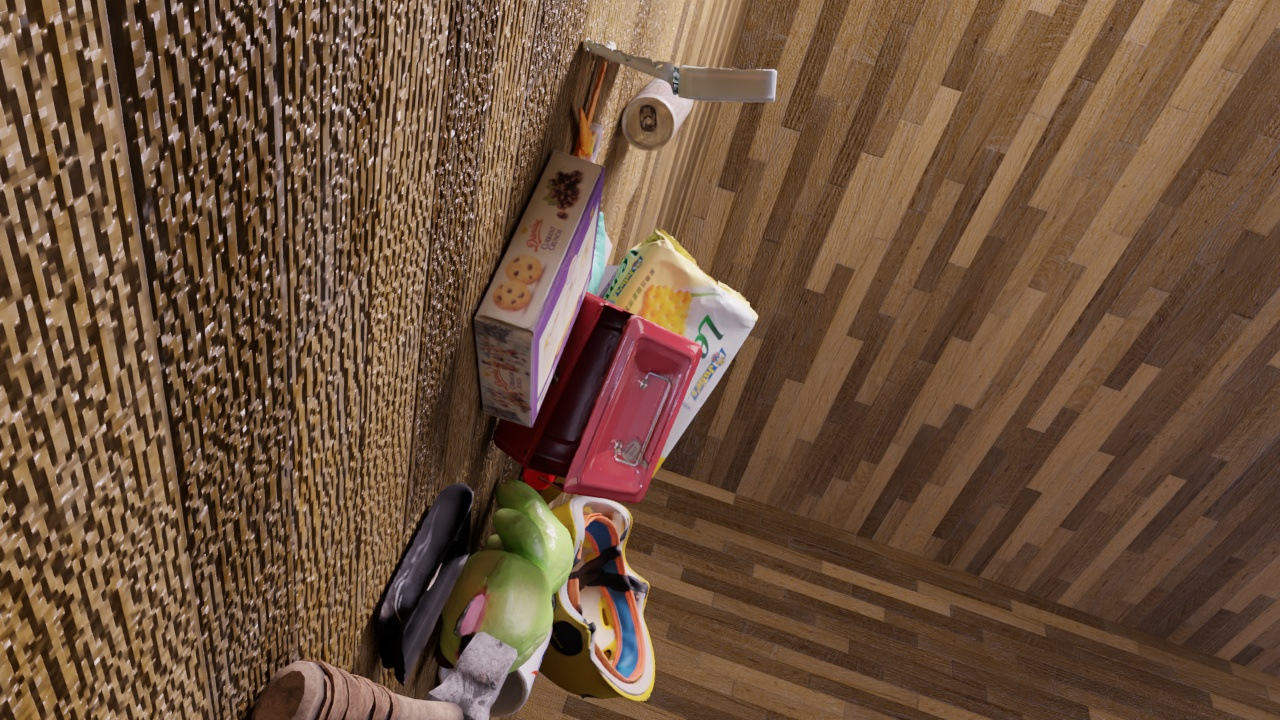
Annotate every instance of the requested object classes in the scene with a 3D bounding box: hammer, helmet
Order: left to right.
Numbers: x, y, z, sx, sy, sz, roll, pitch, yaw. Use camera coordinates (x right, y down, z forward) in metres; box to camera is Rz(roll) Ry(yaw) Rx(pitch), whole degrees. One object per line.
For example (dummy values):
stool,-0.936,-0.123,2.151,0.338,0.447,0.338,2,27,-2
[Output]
hammer,-0.143,0.207,0.539,0.121,0.049,0.319,-61,166,-18
helmet,-0.083,0.283,1.062,0.209,0.140,0.240,0,75,-72

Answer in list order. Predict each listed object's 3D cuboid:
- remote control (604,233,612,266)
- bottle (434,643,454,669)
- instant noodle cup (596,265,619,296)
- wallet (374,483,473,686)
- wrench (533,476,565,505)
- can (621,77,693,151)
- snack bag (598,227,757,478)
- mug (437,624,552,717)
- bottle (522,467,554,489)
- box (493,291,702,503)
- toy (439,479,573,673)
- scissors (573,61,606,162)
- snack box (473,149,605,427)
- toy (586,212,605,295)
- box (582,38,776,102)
remote control,-0.047,-0.118,1.016,0.146,0.008,0.045,22,86,-87
bottle,-0.167,0.251,0.881,0.105,0.025,0.025,-67,175,-62
instant noodle cup,-0.025,-0.028,1.000,0.121,0.123,0.123,93,13,-51
wallet,-0.144,0.149,0.616,0.089,0.026,0.114,105,6,-49
wrench,-0.040,0.093,1.064,0.273,0.018,0.083,-42,-157,3
can,0.020,-0.256,0.937,0.135,0.054,0.054,-68,175,-60
snack bag,-0.005,0.005,0.895,0.247,0.159,0.068,-55,-140,-4
mug,-0.156,0.300,0.931,0.121,0.091,0.090,-34,-165,24
bottle,-0.105,0.107,1.066,0.118,0.036,0.036,-67,175,-66
box,-0.032,0.032,0.780,0.129,0.093,0.157,24,89,-50
toy,-0.118,0.207,0.831,0.196,0.107,0.150,-85,-171,-55
scissors,-0.043,-0.167,0.705,0.128,0.011,0.125,-70,179,-69
snack box,-0.070,-0.046,0.650,0.148,0.040,0.143,104,5,-62
toy,-0.054,-0.086,0.842,0.105,0.033,0.085,-61,160,-62
box,0.038,-0.212,0.691,0.196,0.134,0.041,-62,160,-74
